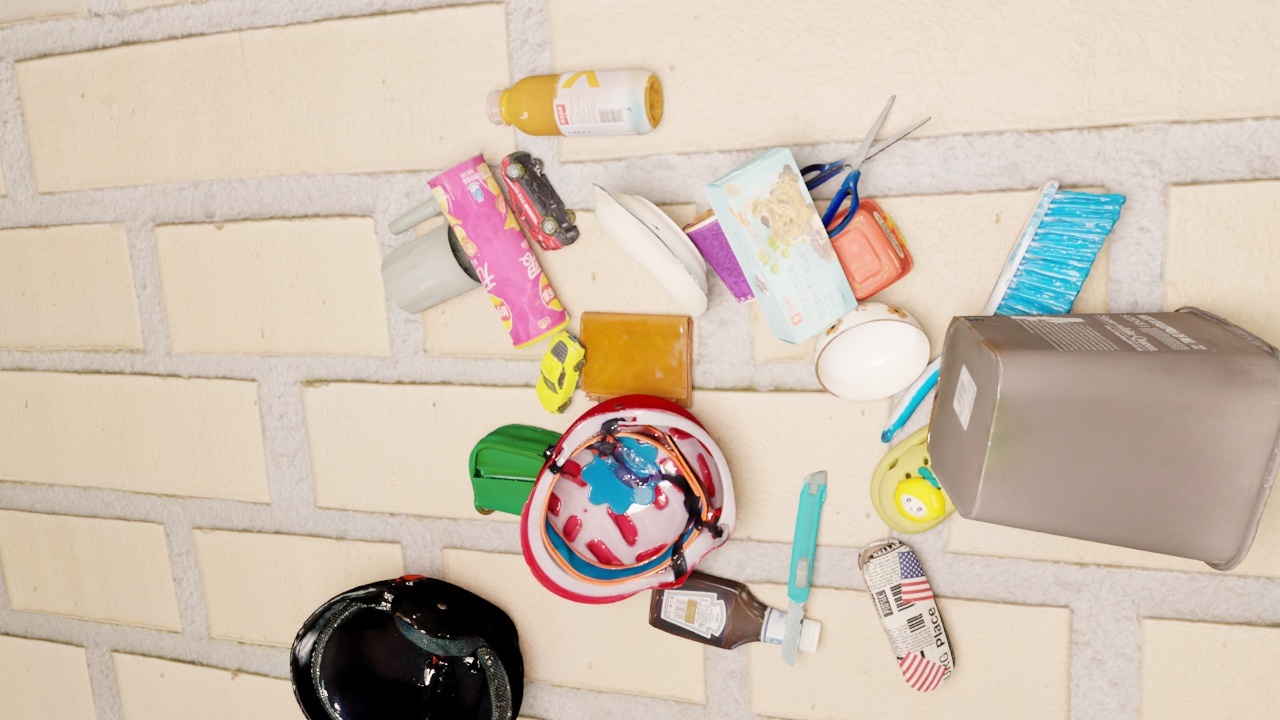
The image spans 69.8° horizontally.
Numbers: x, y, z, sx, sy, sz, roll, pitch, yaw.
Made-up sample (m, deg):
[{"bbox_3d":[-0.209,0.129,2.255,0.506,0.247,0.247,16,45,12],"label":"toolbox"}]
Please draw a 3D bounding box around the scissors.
[{"bbox_3d":[0.204,-0.188,0.900,0.012,0.175,0.163,37,153,-33],"label":"scissors"}]

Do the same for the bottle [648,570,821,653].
[{"bbox_3d":[0.108,0.295,1.056,0.195,0.044,0.080,11,105,16],"label":"bottle"}]

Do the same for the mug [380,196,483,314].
[{"bbox_3d":[-0.242,-0.127,1.072,0.104,0.083,0.124,-23,75,23],"label":"mug"}]

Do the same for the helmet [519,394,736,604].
[{"bbox_3d":[-0.016,0.141,1.005,0.240,0.143,0.207,-40,105,13],"label":"helmet"}]

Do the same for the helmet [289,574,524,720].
[{"bbox_3d":[-0.270,0.378,1.103,0.275,0.230,0.233,19,92,13],"label":"helmet"}]

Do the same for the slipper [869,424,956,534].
[{"bbox_3d":[0.313,0.105,0.928,0.091,0.081,0.191,47,109,7],"label":"slipper"}]

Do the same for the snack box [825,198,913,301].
[{"bbox_3d":[0.218,-0.107,0.914,0.082,0.080,0.091,-33,90,22],"label":"snack box"}]

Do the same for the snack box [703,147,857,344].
[{"bbox_3d":[0.133,-0.107,0.866,0.074,0.052,0.175,-33,108,-12],"label":"snack box"}]

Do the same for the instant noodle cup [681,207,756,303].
[{"bbox_3d":[0.113,-0.120,0.937,0.112,0.111,0.099,-30,100,22],"label":"instant noodle cup"}]

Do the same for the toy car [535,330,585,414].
[{"bbox_3d":[-0.097,0.016,1.058,0.048,0.032,0.105,42,127,32],"label":"toy car"}]

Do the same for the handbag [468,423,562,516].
[{"bbox_3d":[-0.140,0.143,1.101,0.131,0.067,0.120,12,112,15],"label":"handbag"}]

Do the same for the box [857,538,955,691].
[{"bbox_3d":[0.286,0.271,0.971,0.075,0.081,0.163,-20,92,16],"label":"box"}]

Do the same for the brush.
[{"bbox_3d":[0.349,-0.031,0.904,0.109,0.060,0.315,26,111,18],"label":"brush"}]

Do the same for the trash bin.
[{"bbox_3d":[0.386,0.053,0.798,0.220,0.198,0.199,5,108,1],"label":"trash bin"}]

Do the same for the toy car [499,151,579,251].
[{"bbox_3d":[-0.117,-0.177,1.027,0.045,0.052,0.120,-28,94,30],"label":"toy car"}]

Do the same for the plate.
[{"bbox_3d":[0.018,-0.118,0.949,0.163,0.164,0.034,45,83,4],"label":"plate"}]

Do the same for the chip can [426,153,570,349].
[{"bbox_3d":[-0.158,-0.120,1.025,0.071,0.071,0.210,-22,103,21],"label":"chip can"}]

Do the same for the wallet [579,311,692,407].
[{"bbox_3d":[-0.006,0.006,1.038,0.131,0.035,0.119,4,104,21],"label":"wallet"}]

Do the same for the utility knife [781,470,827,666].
[{"bbox_3d":[0.179,0.229,1.012,0.029,0.013,0.221,8,92,14],"label":"utility knife"}]

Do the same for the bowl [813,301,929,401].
[{"bbox_3d":[0.228,-0.019,0.928,0.113,0.062,0.114,-2,135,-2],"label":"bowl"}]

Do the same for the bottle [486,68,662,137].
[{"bbox_3d":[-0.073,-0.274,0.984,0.190,0.067,0.068,3,102,18],"label":"bottle"}]
